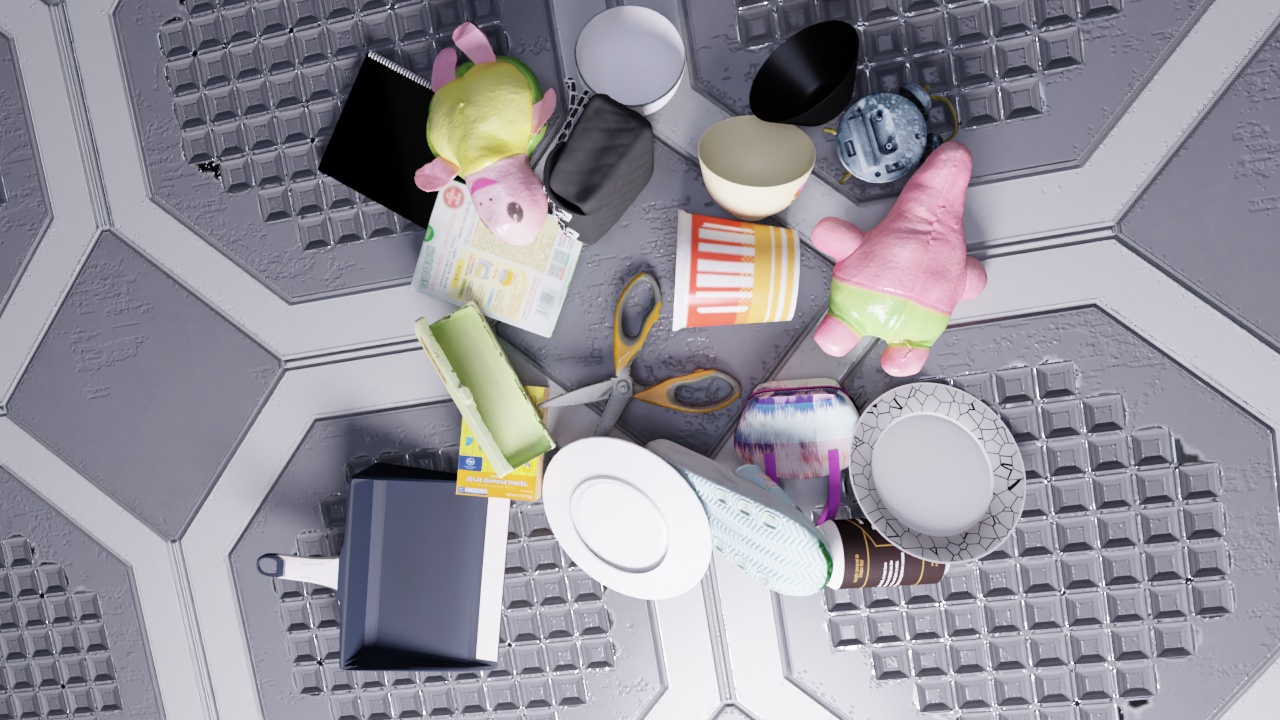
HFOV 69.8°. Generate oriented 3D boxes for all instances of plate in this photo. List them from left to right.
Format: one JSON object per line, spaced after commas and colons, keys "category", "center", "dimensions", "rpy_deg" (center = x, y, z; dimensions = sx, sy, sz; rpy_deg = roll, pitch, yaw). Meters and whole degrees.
{"category": "plate", "center": [-0.021, 0.179, 1.002], "dimensions": [0.209, 0.015, 0.209], "rpy_deg": [13, 120, 24]}
{"category": "plate", "center": [0.304, 0.115, 0.949], "dimensions": [0.188, 0.016, 0.188], "rpy_deg": [2, 70, -7]}

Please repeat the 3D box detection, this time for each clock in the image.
{"category": "clock", "center": [0.257, -0.229, 0.931], "dimensions": [0.129, 0.052, 0.090], "rpy_deg": [-17, 94, 12]}

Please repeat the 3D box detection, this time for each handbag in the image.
{"category": "handbag", "center": [-0.059, -0.195, 0.928], "dimensions": [0.115, 0.154, 0.125], "rpy_deg": [33, 86, 1]}
{"category": "handbag", "center": [0.175, 0.109, 0.987], "dimensions": [0.145, 0.068, 0.170], "rpy_deg": [-4, 103, 11]}

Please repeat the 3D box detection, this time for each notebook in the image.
{"category": "notebook", "center": [-0.247, -0.235, 1.036], "dimensions": [0.207, 0.016, 0.149], "rpy_deg": [29, 102, 5]}

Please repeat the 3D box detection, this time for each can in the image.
{"category": "can", "center": [0.251, 0.200, 0.960], "dimensions": [0.128, 0.072, 0.072], "rpy_deg": [-2, 97, -7]}

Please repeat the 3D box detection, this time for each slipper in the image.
{"category": "slipper", "center": [0.102, 0.151, 0.969], "dimensions": [0.245, 0.074, 0.104], "rpy_deg": [29, 134, 32]}

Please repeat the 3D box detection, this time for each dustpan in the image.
{"category": "dustpan", "center": [-0.301, 0.246, 1.071], "dimensions": [0.273, 0.080, 0.236], "rpy_deg": [7, 98, 9]}

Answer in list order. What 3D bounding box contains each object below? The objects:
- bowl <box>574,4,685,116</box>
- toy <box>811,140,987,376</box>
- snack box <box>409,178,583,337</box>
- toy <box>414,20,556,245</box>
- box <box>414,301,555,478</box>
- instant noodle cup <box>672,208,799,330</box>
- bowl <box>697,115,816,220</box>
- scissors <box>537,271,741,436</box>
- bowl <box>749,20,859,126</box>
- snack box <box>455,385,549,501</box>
{"category": "bowl", "center": [-0.012, -0.302, 0.954], "dimensions": [0.113, 0.063, 0.113], "rpy_deg": [0, 78, -2]}
{"category": "toy", "center": [0.267, -0.105, 0.919], "dimensions": [0.192, 0.096, 0.237], "rpy_deg": [18, 104, -8]}
{"category": "snack box", "center": [-0.157, -0.115, 1.020], "dimensions": [0.168, 0.027, 0.132], "rpy_deg": [20, 101, -1]}
{"category": "toy", "center": [-0.157, -0.236, 0.959], "dimensions": [0.190, 0.087, 0.238], "rpy_deg": [-25, 80, 22]}
{"category": "box", "center": [-0.163, 0.028, 0.985], "dimensions": [0.083, 0.092, 0.188], "rpy_deg": [-30, 89, -21]}
{"category": "instant noodle cup", "center": [0.096, -0.091, 0.947], "dimensions": [0.121, 0.123, 0.123], "rpy_deg": [3, 97, 2]}
{"category": "bowl", "center": [0.116, -0.187, 0.944], "dimensions": [0.118, 0.117, 0.074], "rpy_deg": [10, 140, 8]}
{"category": "scissors", "center": [-0.006, 0.008, 1.008], "dimensions": [0.225, 0.016, 0.225], "rpy_deg": [-8, 89, -1]}
{"category": "bowl", "center": [0.176, -0.275, 0.927], "dimensions": [0.124, 0.124, 0.052], "rpy_deg": [-44, 130, 12]}
{"category": "snack box", "center": [-0.154, 0.089, 1.032], "dimensions": [0.088, 0.040, 0.126], "rpy_deg": [5, 88, 4]}
